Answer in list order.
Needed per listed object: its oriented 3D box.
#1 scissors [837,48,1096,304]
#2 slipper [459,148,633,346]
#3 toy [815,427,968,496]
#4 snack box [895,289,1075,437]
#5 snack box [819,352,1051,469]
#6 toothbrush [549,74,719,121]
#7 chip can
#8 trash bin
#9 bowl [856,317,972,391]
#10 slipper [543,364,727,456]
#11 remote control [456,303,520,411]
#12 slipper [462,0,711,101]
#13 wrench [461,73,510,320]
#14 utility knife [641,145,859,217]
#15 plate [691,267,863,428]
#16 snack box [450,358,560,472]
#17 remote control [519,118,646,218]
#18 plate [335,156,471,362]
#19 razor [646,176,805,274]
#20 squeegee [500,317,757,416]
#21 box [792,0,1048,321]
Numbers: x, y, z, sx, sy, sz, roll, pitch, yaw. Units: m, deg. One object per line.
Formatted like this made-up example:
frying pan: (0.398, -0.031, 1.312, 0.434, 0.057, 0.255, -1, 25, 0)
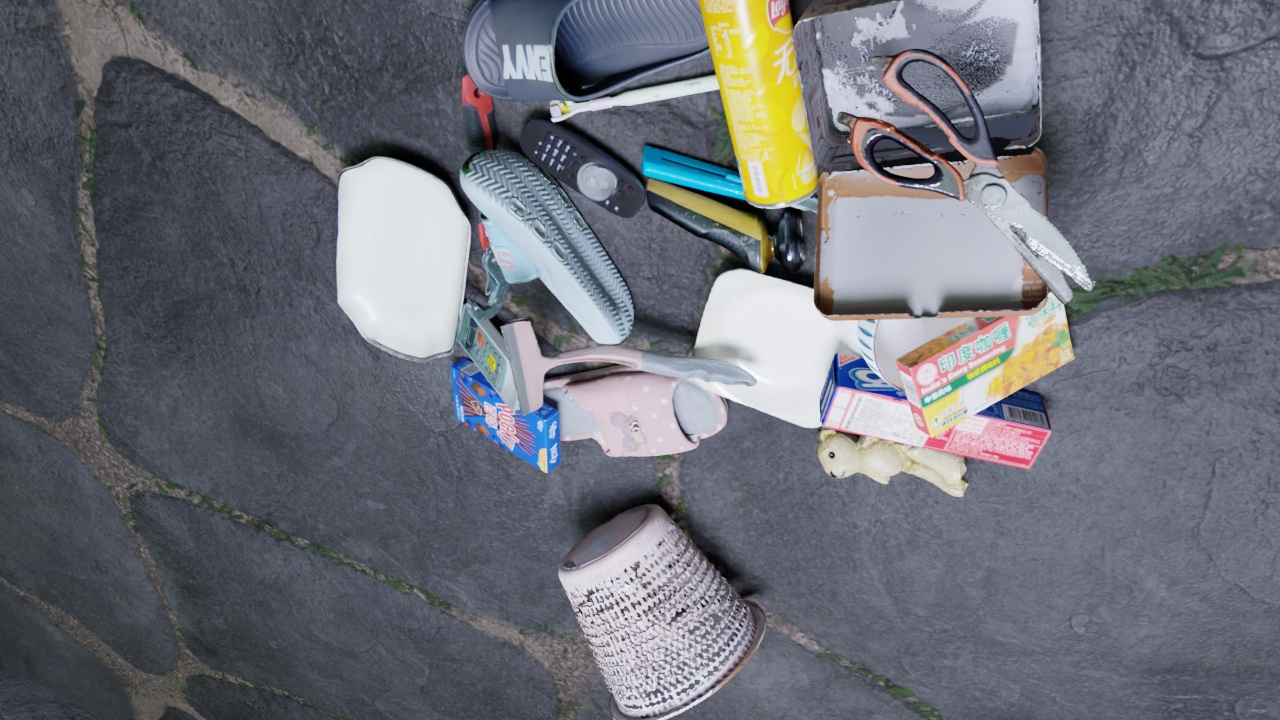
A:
scissors: (0.233, -0.122, 0.664, 0.197, 0.015, 0.206, 0, 107, 23)
slipper: (-0.095, -0.108, 0.924, 0.074, 0.103, 0.245, -23, 120, 31)
toy: (0.259, 0.105, 0.950, 0.157, 0.066, 0.105, 11, 146, 26)
snack box: (0.308, -0.002, 0.816, 0.155, 0.027, 0.077, -28, 116, -6)
snack box: (0.278, 0.047, 0.881, 0.207, 0.057, 0.058, 11, 130, 1)
toothbrush: (0.003, -0.242, 0.833, 0.190, 0.029, 0.020, -2, 166, 24)
chip can: (0.097, -0.230, 0.746, 0.072, 0.071, 0.213, 0, 132, 24)
trash bin: (0.009, 0.294, 1.122, 0.228, 0.226, 0.192, -27, 98, 36)
bowl: (0.246, -0.035, 0.837, 0.116, 0.066, 0.116, -7, 112, -17)
slipper: (-0.032, 0.062, 1.051, 0.275, 0.054, 0.114, -3, 124, 28)
remote control: (-0.167, -0.005, 1.039, 0.135, 0.019, 0.056, 49, 136, 29)
slipper: (-0.047, -0.280, 0.785, 0.269, 0.083, 0.111, -4, 123, 23)
wrench: (-0.161, -0.163, 0.948, 0.016, 0.056, 0.274, 29, 131, 33)
utility knife: (0.101, -0.159, 0.845, 0.216, 0.034, 0.018, 17, 139, 9)
plate: (0.141, -0.017, 0.930, 0.164, 0.034, 0.165, 21, 130, 8)
snack box: (-0.163, 0.065, 1.100, 0.157, 0.026, 0.085, 26, 133, 28)
remote control: (-0.054, -0.189, 0.893, 0.136, 0.024, 0.053, 33, 129, -4)
plate: (-0.264, -0.113, 1.036, 0.162, 0.034, 0.266, 22, 130, 7)
razor: (0.081, -0.133, 0.865, 0.167, 0.062, 0.068, 26, 101, 11)
squeegee: (-0.006, 0.005, 0.935, 0.249, 0.040, 0.248, 3, 157, -2)
box: (0.222, -0.167, 0.721, 0.179, 0.124, 0.274, -1, 102, 25)
